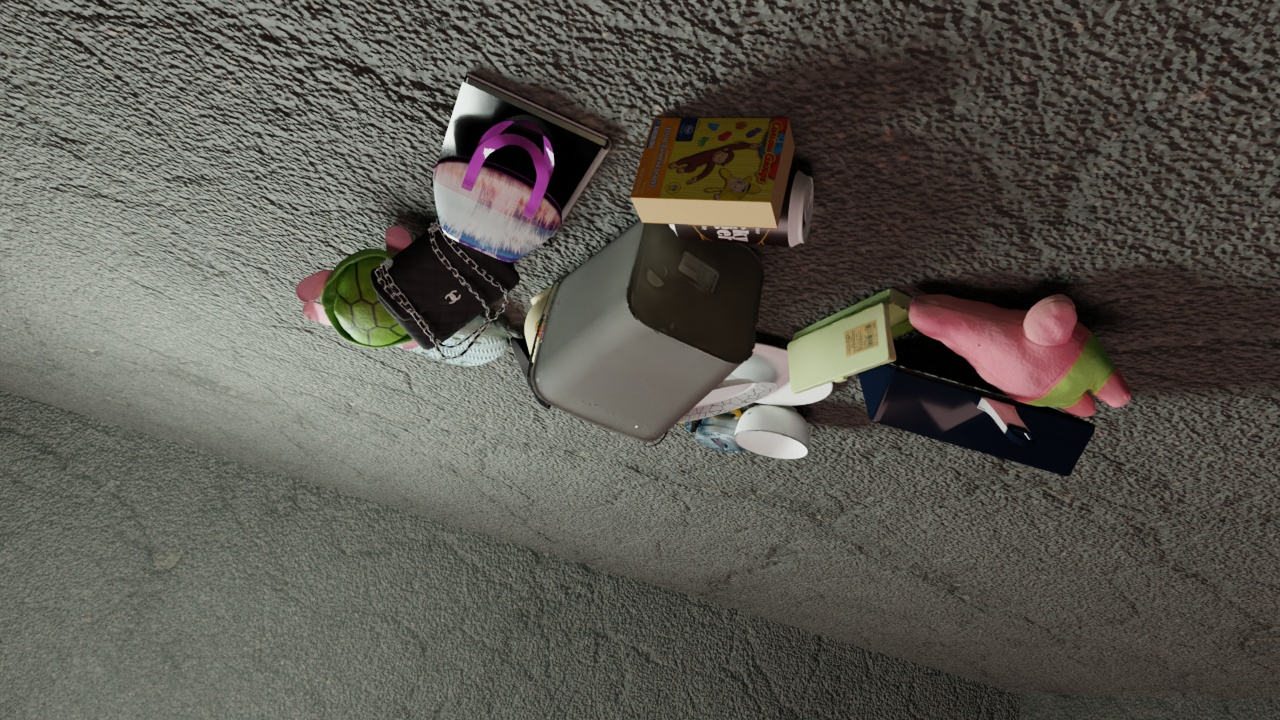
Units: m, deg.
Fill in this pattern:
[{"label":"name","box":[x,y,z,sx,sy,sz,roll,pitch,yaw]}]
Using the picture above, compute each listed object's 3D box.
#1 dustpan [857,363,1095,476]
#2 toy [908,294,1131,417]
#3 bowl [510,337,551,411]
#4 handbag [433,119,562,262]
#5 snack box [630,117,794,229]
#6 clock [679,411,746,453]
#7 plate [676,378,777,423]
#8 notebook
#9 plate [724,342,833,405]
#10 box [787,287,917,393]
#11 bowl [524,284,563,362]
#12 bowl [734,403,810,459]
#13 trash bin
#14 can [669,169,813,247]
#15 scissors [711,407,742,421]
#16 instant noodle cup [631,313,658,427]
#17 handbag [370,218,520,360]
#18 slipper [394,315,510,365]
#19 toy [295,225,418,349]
[{"label":"dustpan","box":[0.382,0.051,1.038,0.236,0.272,0.080,16,117,-2]},{"label":"toy","box":[0.396,-0.014,0.976,0.237,0.096,0.192,25,162,2]},{"label":"bowl","box":[-0.144,0.010,1.377,0.052,0.124,0.124,-26,162,-14]},{"label":"handbag","box":[-0.136,-0.178,0.928,0.144,0.067,0.170,23,150,-12]},{"label":"snack box","box":[0.065,-0.168,0.819,0.126,0.088,0.040,6,156,21]},{"label":"clock","box":[0.123,0.113,1.480,0.130,0.052,0.090,-2,152,34]},{"label":"plate","box":[0.096,0.054,1.282,0.188,0.016,0.189,-13,166,-4]},{"label":"notebook","box":[-0.131,-0.204,0.954,0.149,0.016,0.207,22,156,-14]},{"label":"plate","box":[0.162,0.014,1.272,0.208,0.015,0.209,12,158,5]},{"label":"box","box":[0.257,-0.020,1.084,0.083,0.091,0.188,-1,169,-26]},{"label":"bowl","box":[-0.104,-0.057,1.187,0.118,0.117,0.074,-26,92,58]},{"label":"bowl","box":[0.203,0.101,1.389,0.113,0.063,0.113,13,158,5]},{"label":"trash bin","box":[0.011,-0.040,1.039,0.197,0.197,0.221,23,150,-19]},{"label":"can","box":[0.095,-0.147,0.870,0.129,0.071,0.072,7,156,18]},{"label":"scissors","box":[0.049,0.057,1.378,0.226,0.016,0.225,-16,147,42]},{"label":"instant noodle cup","box":[-0.007,0.007,1.215,0.121,0.123,0.124,43,151,-11]},{"label":"handbag","box":[-0.233,-0.090,1.086,0.154,0.114,0.125,-34,129,12]},{"label":"slipper","box":[-0.301,-0.057,1.319,0.245,0.074,0.104,15,151,-26]},{"label":"toy","box":[-0.320,-0.081,1.193,0.238,0.087,0.190,-4,123,-11]}]
